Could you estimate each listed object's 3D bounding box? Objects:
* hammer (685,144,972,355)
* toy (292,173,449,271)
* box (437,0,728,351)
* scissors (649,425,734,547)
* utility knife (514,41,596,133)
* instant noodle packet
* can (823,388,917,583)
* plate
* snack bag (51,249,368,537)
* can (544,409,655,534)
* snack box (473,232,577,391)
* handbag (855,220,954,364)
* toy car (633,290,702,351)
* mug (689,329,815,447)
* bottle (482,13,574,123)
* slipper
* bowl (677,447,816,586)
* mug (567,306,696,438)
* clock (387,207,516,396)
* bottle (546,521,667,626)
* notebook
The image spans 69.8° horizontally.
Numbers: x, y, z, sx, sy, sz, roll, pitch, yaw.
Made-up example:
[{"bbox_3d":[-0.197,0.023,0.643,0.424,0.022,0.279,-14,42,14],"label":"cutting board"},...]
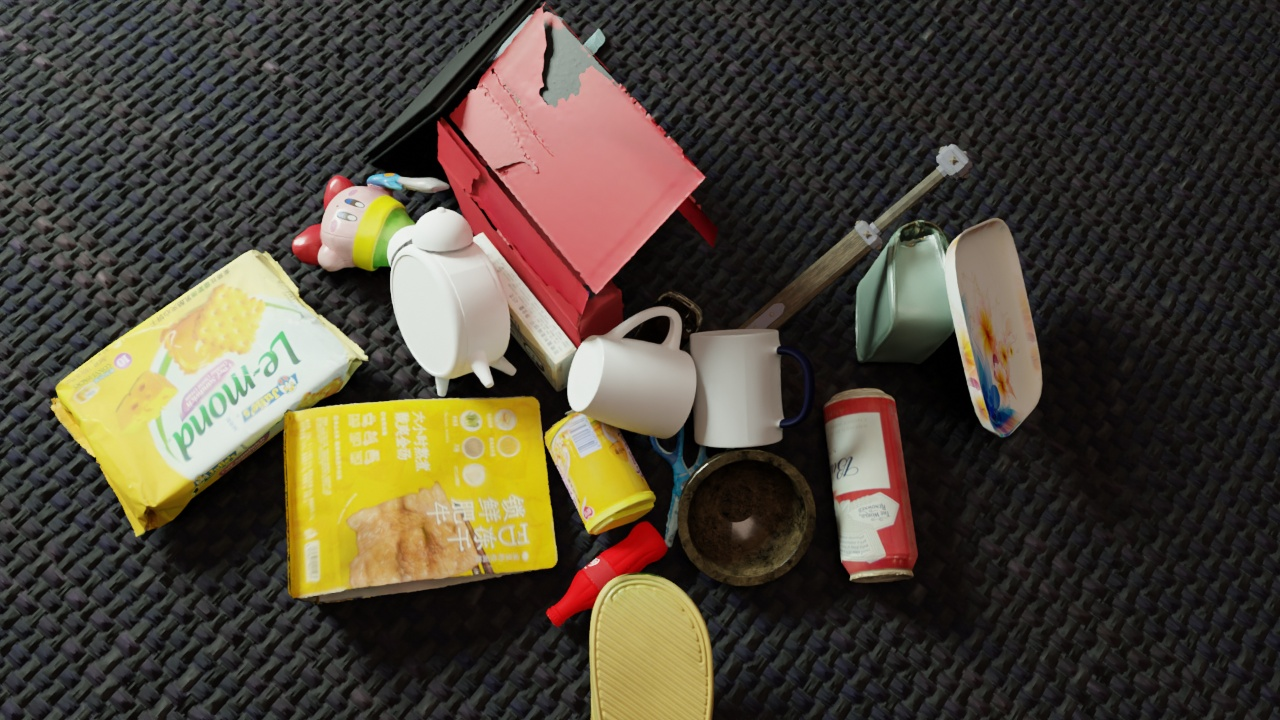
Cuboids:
[{"bbox_3d":[0.168,-0.075,0.834,0.317,0.028,0.147,-42,76,20],"label":"hammer"},{"bbox_3d":[-0.254,-0.127,0.905,0.131,0.097,0.124,12,62,21],"label":"toy"},{"bbox_3d":[-0.079,-0.138,0.789,0.123,0.317,0.211,-29,72,-33],"label":"box"},{"bbox_3d":[0.033,0.110,0.857,0.090,0.014,0.140,18,71,2],"label":"scissors"},{"bbox_3d":[-0.101,-0.290,0.998,0.031,0.015,0.208,33,70,10],"label":"utility knife"},{"bbox_3d":[-0.192,0.119,0.814,0.221,0.084,0.162,-5,69,-11],"label":"instant noodle packet"},{"bbox_3d":[0.208,0.113,0.834,0.067,0.067,0.170,-2,70,-4],"label":"can"},{"bbox_3d":[0.325,-0.033,0.845,0.186,0.016,0.187,-23,100,-51],"label":"plate"},{"bbox_3d":[-0.392,0.024,0.837,0.247,0.068,0.159,-40,77,-16],"label":"snack bag"},{"bbox_3d":[-0.037,0.098,0.827,0.067,0.068,0.105,-25,72,-12],"label":"can"},{"bbox_3d":[-0.113,-0.045,0.869,0.026,0.082,0.150,-36,75,-15],"label":"snack box"},{"bbox_3d":[0.252,-0.058,0.871,0.067,0.122,0.106,2,69,-2],"label":"handbag"},{"bbox_3d":[0.017,-0.014,0.867,0.048,0.113,0.040,35,27,6],"label":"toy car"},{"bbox_3d":[0.100,0.023,0.810,0.112,0.078,0.097,0,96,30],"label":"mug"},{"bbox_3d":[-0.133,-0.293,0.970,0.072,0.046,0.161,9,64,33],"label":"bottle"},{"bbox_3d":[0.008,0.304,0.751,0.099,0.078,0.263,0,86,-3],"label":"slipper"},{"bbox_3d":[0.090,0.133,0.819,0.121,0.056,0.121,-1,97,-4],"label":"bowl"},{"bbox_3d":[-0.005,0.005,0.799,0.087,0.081,0.114,14,96,-27],"label":"mug"},{"bbox_3d":[-0.169,-0.053,0.839,0.072,0.126,0.161,-21,96,-35],"label":"clock"},{"bbox_3d":[-0.031,0.191,0.809,0.119,0.036,0.036,-37,75,-14],"label":"bottle"},{"bbox_3d":[-0.183,-0.274,0.888,0.019,0.232,0.168,44,70,-23],"label":"notebook"}]
